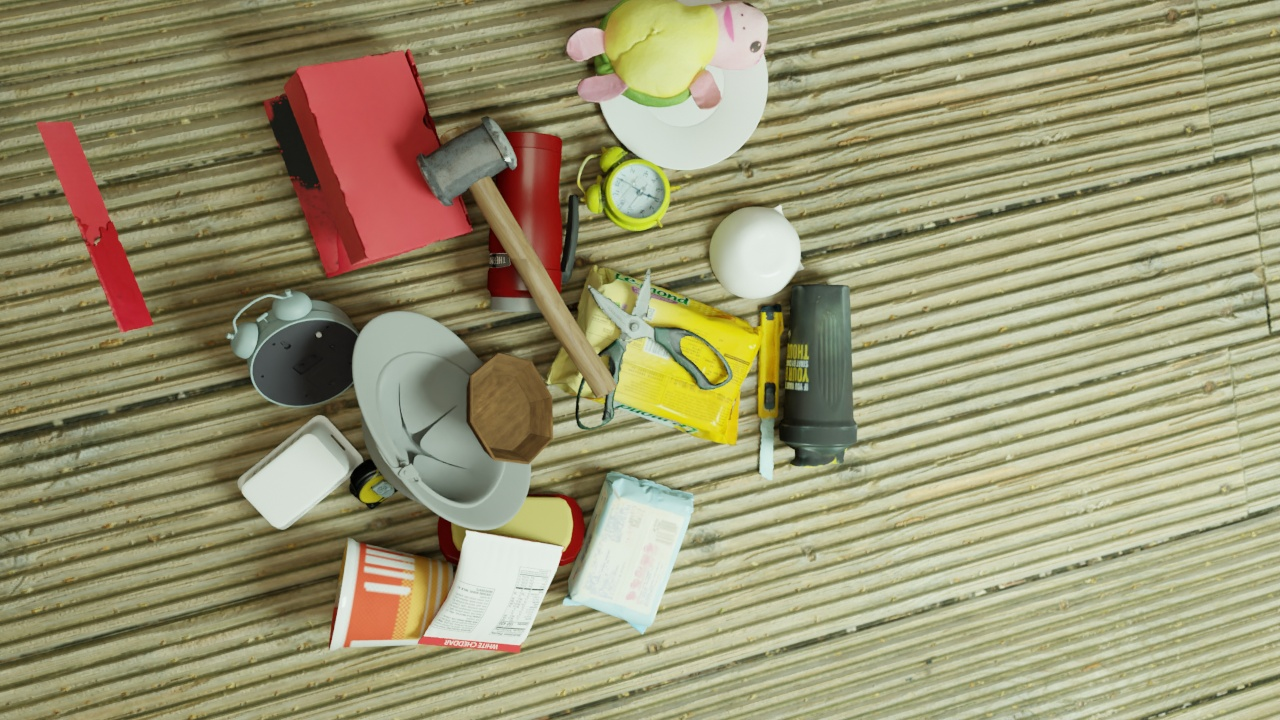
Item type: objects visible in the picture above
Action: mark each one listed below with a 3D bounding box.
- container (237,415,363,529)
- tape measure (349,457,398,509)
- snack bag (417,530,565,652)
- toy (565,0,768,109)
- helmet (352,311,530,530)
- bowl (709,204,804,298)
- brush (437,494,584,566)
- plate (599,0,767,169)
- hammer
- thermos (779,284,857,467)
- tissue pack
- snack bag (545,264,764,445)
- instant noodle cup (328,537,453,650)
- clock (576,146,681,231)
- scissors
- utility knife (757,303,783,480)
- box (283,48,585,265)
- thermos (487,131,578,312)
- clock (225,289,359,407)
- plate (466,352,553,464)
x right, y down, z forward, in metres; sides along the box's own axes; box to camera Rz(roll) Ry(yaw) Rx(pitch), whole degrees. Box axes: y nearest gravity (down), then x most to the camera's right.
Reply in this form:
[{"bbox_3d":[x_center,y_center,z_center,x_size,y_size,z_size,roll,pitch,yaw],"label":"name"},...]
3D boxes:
[{"bbox_3d":[-0.395,0.133,1.057,0.129,0.049,0.081,-40,101,-3],"label":"container"},{"bbox_3d":[-0.306,0.141,1.069,0.061,0.034,0.061,-37,145,-3],"label":"tape measure"},{"bbox_3d":[-0.165,0.266,1.038,0.130,0.039,0.144,18,101,-34],"label":"snack bag"},{"bbox_3d":[0.033,-0.357,1.039,0.238,0.088,0.190,-20,80,-12],"label":"toy"},{"bbox_3d":[-0.250,0.080,1.041,0.271,0.118,0.182,56,42,-16],"label":"helmet"},{"bbox_3d":[0.145,-0.131,1.117,0.114,0.050,0.115,-1,96,-9],"label":"bowl"},{"bbox_3d":[-0.152,0.198,1.089,0.173,0.042,0.082,2,62,-10],"label":"brush"},{"bbox_3d":[0.050,-0.334,1.097,0.208,0.015,0.208,-1,96,-9],"label":"plate"},{"bbox_3d":[-0.122,-0.103,0.992,0.098,0.052,0.328,-30,95,0],"label":"hammer"},{"bbox_3d":[0.221,0.018,1.129,0.098,0.098,0.221,0,90,-10],"label":"thermos"},{"bbox_3d":[-0.015,0.233,1.122,0.112,0.070,0.182,19,95,-11],"label":"tissue pack"},{"bbox_3d":[0.026,-0.004,1.103,0.247,0.068,0.159,19,92,-11],"label":"snack bag"},{"bbox_3d":[-0.287,0.275,1.061,0.121,0.123,0.123,10,94,-18],"label":"instant noodle cup"},{"bbox_3d":[-0.017,-0.201,1.081,0.119,0.057,0.083,23,92,-5],"label":"clock"},{"bbox_3d":[-0.006,0.006,1.056,0.201,0.015,0.204,39,93,-13],"label":"scissors"},{"bbox_3d":[0.163,0.041,1.159,0.030,0.019,0.225,1,99,0],"label":"utility knife"},{"bbox_3d":[-0.228,-0.261,1.150,0.171,0.477,0.214,-17,99,16],"label":"box"},{"bbox_3d":[-0.121,-0.155,1.059,0.107,0.084,0.198,0,94,-36],"label":"thermos"},{"bbox_3d":[-0.376,-0.015,1.007,0.122,0.045,0.159,-37,139,-2],"label":"clock"},{"bbox_3d":[-0.153,0.057,1.047,0.131,0.025,0.131,20,63,-46],"label":"plate"}]
